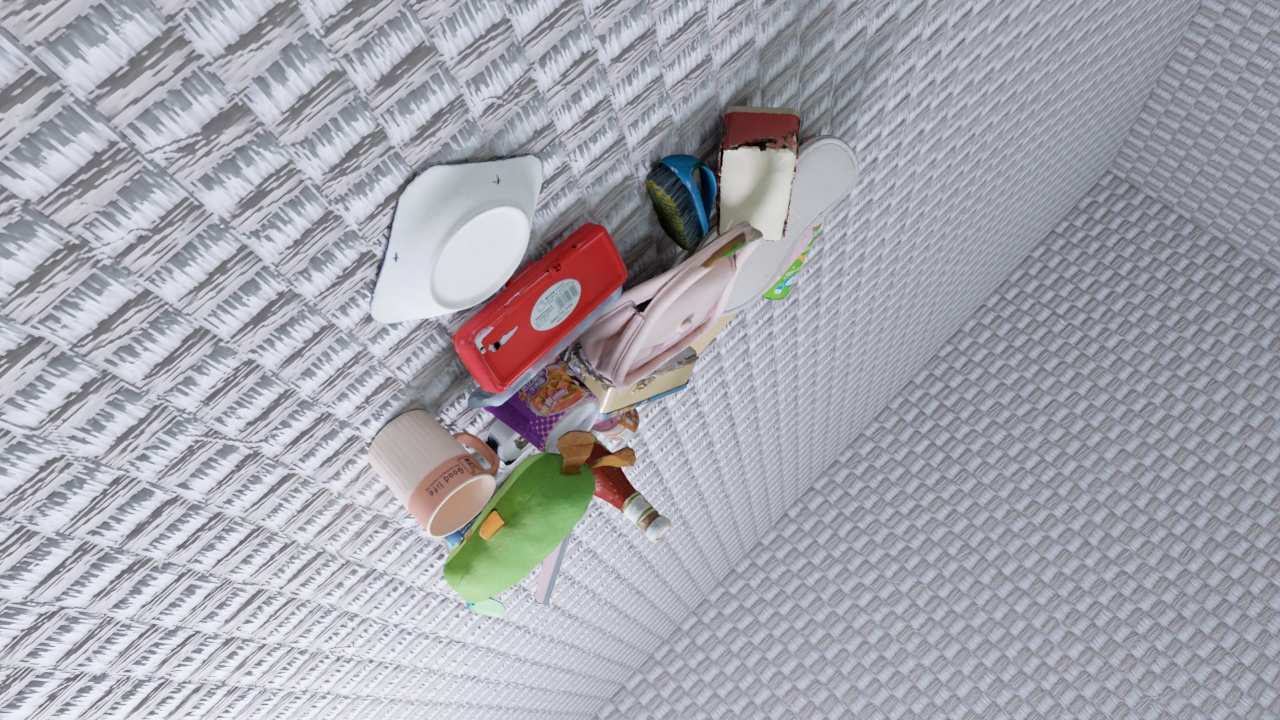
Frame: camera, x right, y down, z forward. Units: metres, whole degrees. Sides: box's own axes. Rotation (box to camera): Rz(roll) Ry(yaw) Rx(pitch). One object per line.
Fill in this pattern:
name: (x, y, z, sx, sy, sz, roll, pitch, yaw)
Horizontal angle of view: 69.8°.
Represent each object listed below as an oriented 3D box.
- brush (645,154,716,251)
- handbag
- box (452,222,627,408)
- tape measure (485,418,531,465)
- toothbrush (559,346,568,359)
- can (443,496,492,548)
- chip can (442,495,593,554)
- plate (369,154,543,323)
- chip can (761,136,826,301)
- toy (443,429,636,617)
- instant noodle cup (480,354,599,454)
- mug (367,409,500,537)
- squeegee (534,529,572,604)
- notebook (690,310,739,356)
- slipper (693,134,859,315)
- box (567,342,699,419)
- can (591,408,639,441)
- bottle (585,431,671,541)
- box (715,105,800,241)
brush: (0.050, -0.178, 0.995, 0.073, 0.055, 0.144, -46, 158, -5)
handbag: (0.048, -0.080, 1.022, 0.192, 0.093, 0.235, -33, 173, -38)
box: (-0.107, -0.043, 0.934, 0.201, 0.098, 0.119, -45, 124, -26)
tape measure: (-0.151, 0.088, 1.094, 0.065, 0.033, 0.066, -45, 159, -13)
toothbrush: (-0.102, 0.025, 1.106, 0.015, 0.018, 0.181, -22, 145, -35)
can: (-0.194, 0.200, 1.097, 0.075, 0.111, 0.075, -40, 157, -21)
chip can: (-0.158, 0.202, 1.223, 0.210, 0.071, 0.072, -30, 152, -37)
plate: (-0.147, -0.096, 0.792, 0.163, 0.034, 0.164, -23, 147, -49)
chip can: (0.214, -0.190, 1.262, 0.072, 0.072, 0.237, -30, 153, -38)
toy: (-0.118, 0.166, 0.976, 0.247, 0.090, 0.227, -46, 161, 3)
instant noodle cup: (-0.106, 0.045, 1.020, 0.111, 0.099, 0.112, -40, 156, -23)
mug: (-0.201, 0.107, 0.933, 0.114, 0.106, 0.082, -24, 148, -46)
squeegee: (-0.190, 0.258, 1.301, 0.249, 0.040, 0.248, -1, 113, -55)
notebook: (0.059, -0.026, 1.292, 0.212, 0.012, 0.149, -48, 158, 21)
slipper: (0.164, -0.170, 1.163, 0.275, 0.114, 0.054, -48, -167, 11)
box: (-0.007, 0.007, 1.146, 0.183, 0.090, 0.061, -15, 140, -44)
can: (-0.047, 0.068, 1.221, 0.058, 0.058, 0.147, -48, 158, 0)
bottle: (-0.044, 0.149, 1.162, 0.059, 0.206, 0.060, -40, 156, -22)
box: (0.131, -0.199, 1.033, 0.168, 0.091, 0.076, 84, 11, -62)
